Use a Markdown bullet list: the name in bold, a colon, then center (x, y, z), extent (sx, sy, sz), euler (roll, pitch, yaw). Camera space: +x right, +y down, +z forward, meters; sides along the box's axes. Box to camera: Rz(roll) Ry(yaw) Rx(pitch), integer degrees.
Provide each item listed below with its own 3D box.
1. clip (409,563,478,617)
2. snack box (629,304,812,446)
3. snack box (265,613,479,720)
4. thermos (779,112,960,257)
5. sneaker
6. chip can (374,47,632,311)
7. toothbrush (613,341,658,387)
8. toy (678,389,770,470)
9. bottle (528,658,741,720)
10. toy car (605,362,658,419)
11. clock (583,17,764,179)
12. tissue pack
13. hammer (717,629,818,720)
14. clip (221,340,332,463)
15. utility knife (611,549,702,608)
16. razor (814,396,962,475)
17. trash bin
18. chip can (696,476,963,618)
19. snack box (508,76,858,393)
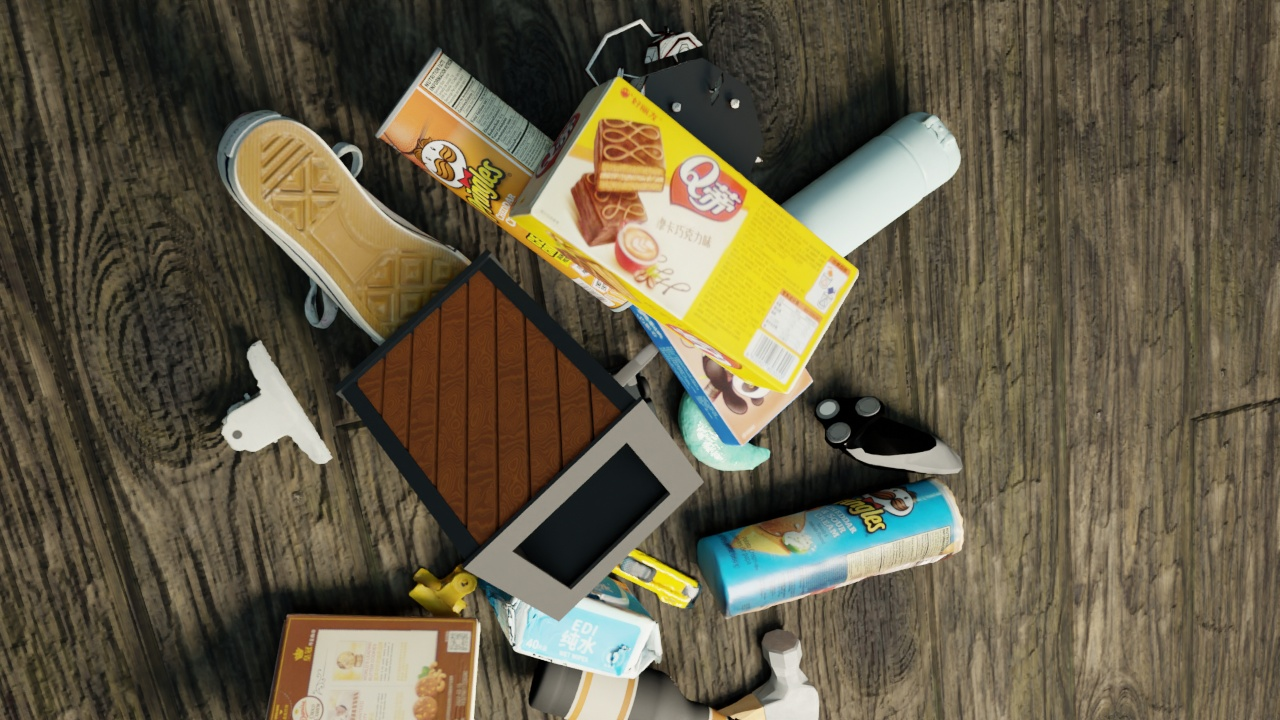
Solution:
- **clip**: center (-0.153, 0.183, 0.739), extent (0.054, 0.045, 0.048), euler (47, 66, -19)
- **snack box**: center (0.064, -0.016, 0.737), extent (0.087, 0.034, 0.151), euler (-40, 104, -20)
- **snack box**: center (-0.196, 0.262, 0.674), extent (0.147, 0.143, 0.041), euler (3, 145, -8)
- **thermos**: center (0.169, -0.126, 0.753), extent (0.206, 0.078, 0.065), euler (-36, 79, -6)
- **sneaker**: center (-0.198, -0.078, 0.638), extent (0.118, 0.088, 0.241), euler (-54, 134, -14)
- **chip can**: center (-0.080, -0.127, 0.669), extent (0.215, 0.075, 0.075), euler (36, 89, -21)
- **toothbrush**: center (-0.004, 0.004, 0.735), extent (0.013, 0.013, 0.167), euler (45, 72, 3)
- **toy**: center (0.071, 0.047, 0.780), extent (0.085, 0.033, 0.105), euler (-11, 102, -25)
- **bottle**: center (0.000, 0.288, 0.771), extent (0.181, 0.059, 0.059), euler (20, 95, -6)
- **toy car**: center (-0.005, 0.058, 0.753), extent (0.046, 0.034, 0.112), euler (-19, 94, -17)
- **clock**: center (0.024, -0.185, 0.696), extent (0.114, 0.065, 0.154), euler (-44, 112, -5)
- **tissue pack**: center (-0.057, 0.200, 0.737), extent (0.144, 0.093, 0.061), euler (22, 91, -21)
- **hammer**: center (0.007, 0.353, 0.821), extent (0.327, 0.039, 0.131), euler (-15, 107, -14)
- **clip**: center (-0.278, 0.040, 0.677), extent (0.058, 0.050, 0.102), euler (-27, 107, -4)
- **utility knife**: center (-0.020, 0.171, 0.787), extent (0.179, 0.017, 0.030), euler (30, 82, -18)
- **razor**: center (0.229, 0.075, 0.827), extent (0.156, 0.057, 0.060), euler (26, 121, -29)
- **trash bin**: center (-0.080, 0.052, 0.629), extent (0.139, 0.172, 0.140), euler (-43, 147, -6)
- **chip can**: center (0.167, 0.166, 0.812), extent (0.229, 0.080, 0.080), euler (-12, 105, -14)
- **snack box**: center (0.035, -0.082, 0.645), extent (0.230, 0.062, 0.110), euler (34, 83, -22)
